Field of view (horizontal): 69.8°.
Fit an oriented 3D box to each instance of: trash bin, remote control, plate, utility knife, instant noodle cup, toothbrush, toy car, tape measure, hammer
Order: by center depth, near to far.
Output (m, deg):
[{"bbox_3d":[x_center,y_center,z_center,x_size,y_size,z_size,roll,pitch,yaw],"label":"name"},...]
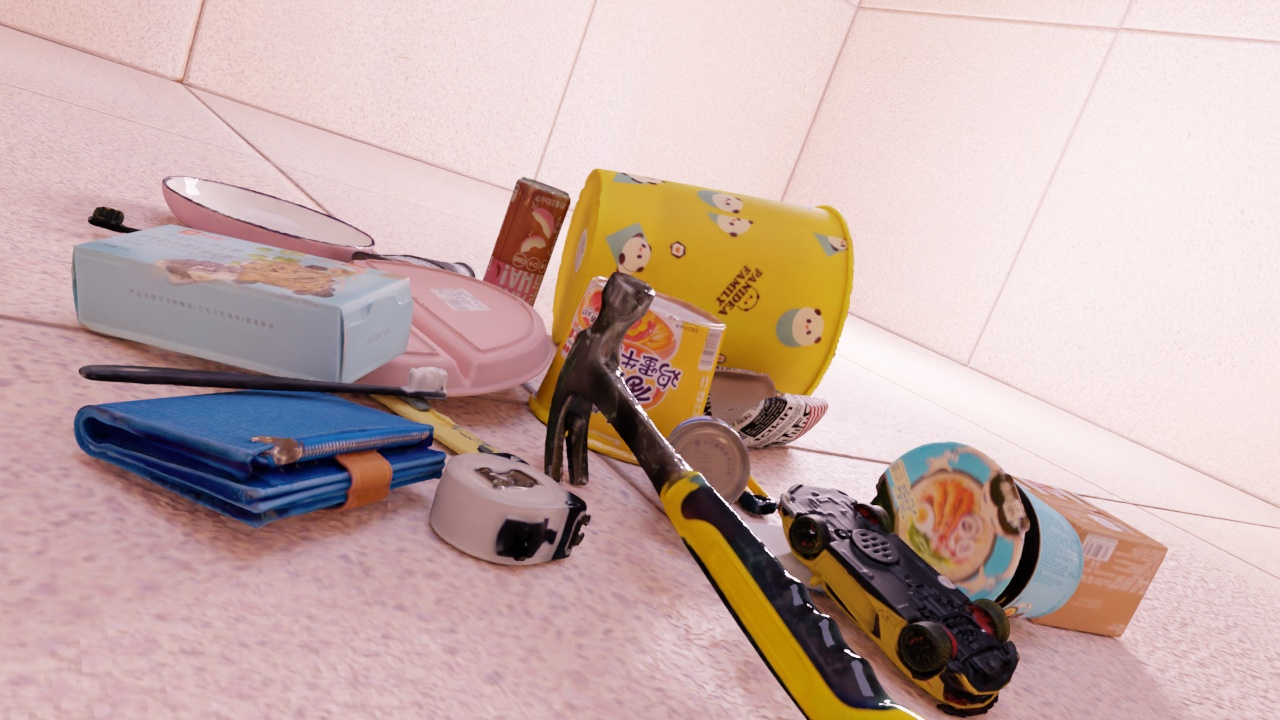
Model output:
[{"bbox_3d":[-0.068,0.072,0.451,0.066,0.033,0.066,26,11,32],"label":"tape measure"},{"bbox_3d":[-0.175,0.009,0.455,0.180,0.018,0.016,4,11,-43],"label":"toothbrush"},{"bbox_3d":[0.029,0.079,0.457,0.031,0.126,0.323,15,22,-36],"label":"hammer"},{"bbox_3d":[0.136,0.124,0.504,0.071,0.041,0.156,0,33,-40],"label":"toy car"},{"bbox_3d":[0.087,0.116,0.547,0.124,0.024,0.049,15,12,-22],"label":"remote control"},{"bbox_3d":[-0.129,0.038,0.568,0.167,0.018,0.030,32,21,28],"label":"utility knife"},{"bbox_3d":[0.224,0.120,0.593,0.120,0.111,0.111,22,8,-37],"label":"instant noodle cup"},{"bbox_3d":[-0.176,-0.032,0.660,0.229,0.028,0.229,11,19,-4],"label":"plate"},{"bbox_3d":[-0.004,0.004,0.698,0.138,0.110,0.138,19,11,-4],"label":"instant noodle cup"},{"bbox_3d":[0.059,0.073,0.724,0.033,0.015,0.209,19,10,-20],"label":"utility knife"},{"bbox_3d":[-0.327,-0.081,0.737,0.212,0.027,0.026,18,-30,-15],"label":"toothbrush"},{"bbox_3d":[-0.351,-0.124,0.868,0.192,0.039,0.192,20,11,-4],"label":"plate"},{"bbox_3d":[0.053,-0.081,0.960,0.255,0.230,0.229,12,13,-14],"label":"trash bin"}]

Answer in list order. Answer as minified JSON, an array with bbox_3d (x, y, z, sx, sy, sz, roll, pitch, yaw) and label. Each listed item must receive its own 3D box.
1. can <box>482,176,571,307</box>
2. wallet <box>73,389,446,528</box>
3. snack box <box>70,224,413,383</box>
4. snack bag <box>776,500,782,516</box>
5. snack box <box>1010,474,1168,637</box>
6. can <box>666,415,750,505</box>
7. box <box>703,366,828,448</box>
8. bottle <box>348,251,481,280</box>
[{"bbox_3d":[-0.119,-0.107,0.923,0.058,0.147,0.058,20,11,-4],"label":"can"},{"bbox_3d":[-0.165,0.039,0.423,0.106,0.040,0.133,16,8,20],"label":"wallet"},{"bbox_3d":[-0.226,-0.034,0.527,0.175,0.052,0.074,13,21,12],"label":"snack box"},{"bbox_3d":[0.127,0.109,0.648,0.045,0.026,0.105,22,8,23],"label":"snack bag"},{"bbox_3d":[0.308,0.143,0.681,0.092,0.077,0.094,15,13,-25],"label":"snack box"},{"bbox_3d":[0.040,0.063,0.584,0.053,0.053,0.134,22,-1,4],"label":"can"},{"bbox_3d":[0.104,0.037,0.828,0.088,0.076,0.162,50,21,21],"label":"box"},{"bbox_3d":[-0.209,-0.078,0.898,0.080,0.044,0.194,24,10,10],"label":"bottle"}]
